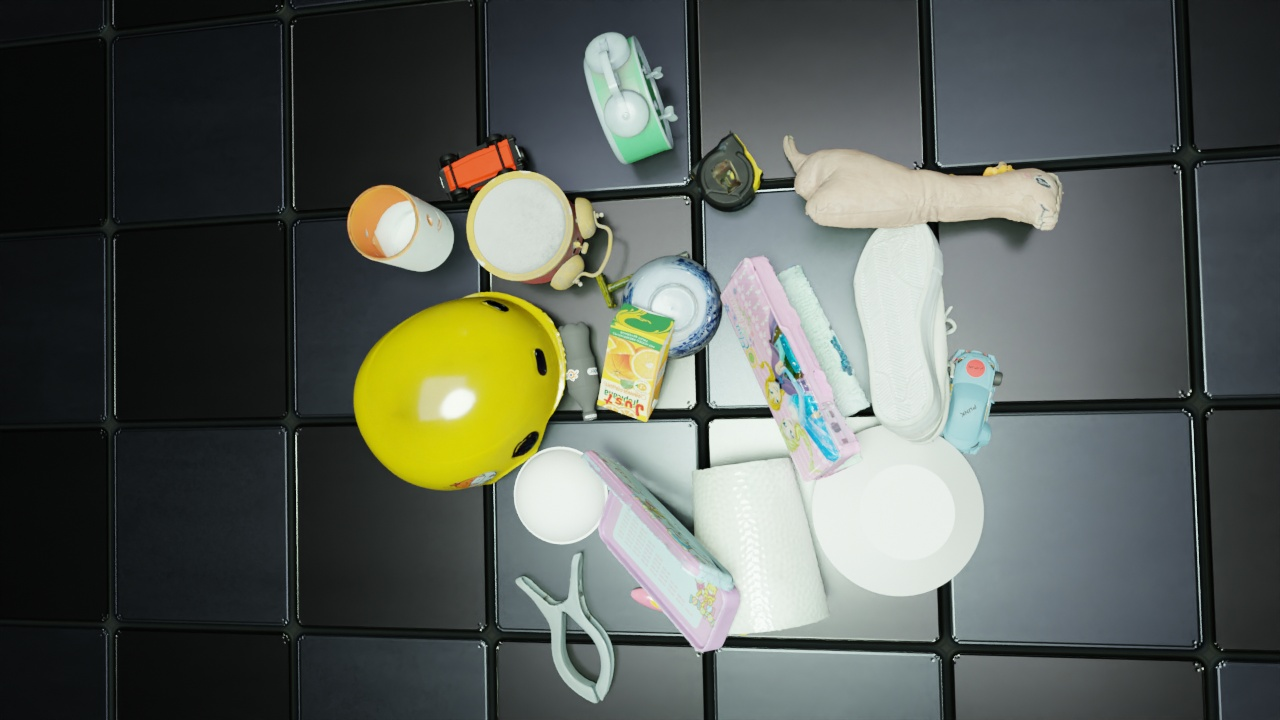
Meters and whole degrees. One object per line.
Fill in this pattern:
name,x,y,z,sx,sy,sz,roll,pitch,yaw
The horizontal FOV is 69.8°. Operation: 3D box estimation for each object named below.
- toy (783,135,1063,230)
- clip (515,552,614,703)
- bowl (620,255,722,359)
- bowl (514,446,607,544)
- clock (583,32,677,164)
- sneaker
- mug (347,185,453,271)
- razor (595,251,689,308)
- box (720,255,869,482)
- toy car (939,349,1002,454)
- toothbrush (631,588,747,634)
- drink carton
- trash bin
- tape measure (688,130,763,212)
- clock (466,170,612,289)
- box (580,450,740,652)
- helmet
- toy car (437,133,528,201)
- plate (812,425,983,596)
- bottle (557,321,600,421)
toy,0.289,-0.188,0.942,0.264,0.065,0.195,-7,46,-5
clip,-0.066,0.295,1.023,0.090,0.027,0.162,-32,84,7
bowl,0.035,-0.056,0.990,0.114,0.045,0.114,0,96,0
bowl,-0.095,0.153,1.024,0.110,0.040,0.110,0,88,11
clock,-0.012,-0.277,0.958,0.075,0.161,0.122,-18,84,11
sneaker,0.274,-0.029,0.940,0.090,0.090,0.241,-10,62,29
mug,-0.267,-0.146,1.033,0.082,0.105,0.082,0,88,11
razor,0.005,-0.097,1.022,0.106,0.026,0.042,-23,82,5
box,0.171,0.002,0.945,0.090,0.085,0.230,-13,68,-23
toy car,0.339,0.043,0.950,0.060,0.027,0.108,12,91,11
toothbrush,0.054,0.275,1.006,0.135,0.016,0.021,15,93,13
drink carton,-0.006,0.006,0.981,0.058,0.041,0.123,19,131,9
trash bin,0.115,0.186,0.943,0.133,0.133,0.161,-9,82,10
tape measure,0.095,-0.199,0.997,0.071,0.042,0.072,-40,84,4
clock,-0.107,-0.138,1.014,0.159,0.081,0.117,17,91,10
box,0.018,0.180,0.921,0.062,0.140,0.214,-29,39,-19
helmet,-0.207,0.034,0.985,0.240,0.139,0.209,-42,81,17
toy car,-0.178,-0.219,1.046,0.100,0.048,0.051,-20,85,10
plate,0.263,0.151,0.921,0.174,0.036,0.174,0,85,2
bottle,-0.066,0.013,1.024,0.036,0.036,0.110,-12,86,10
